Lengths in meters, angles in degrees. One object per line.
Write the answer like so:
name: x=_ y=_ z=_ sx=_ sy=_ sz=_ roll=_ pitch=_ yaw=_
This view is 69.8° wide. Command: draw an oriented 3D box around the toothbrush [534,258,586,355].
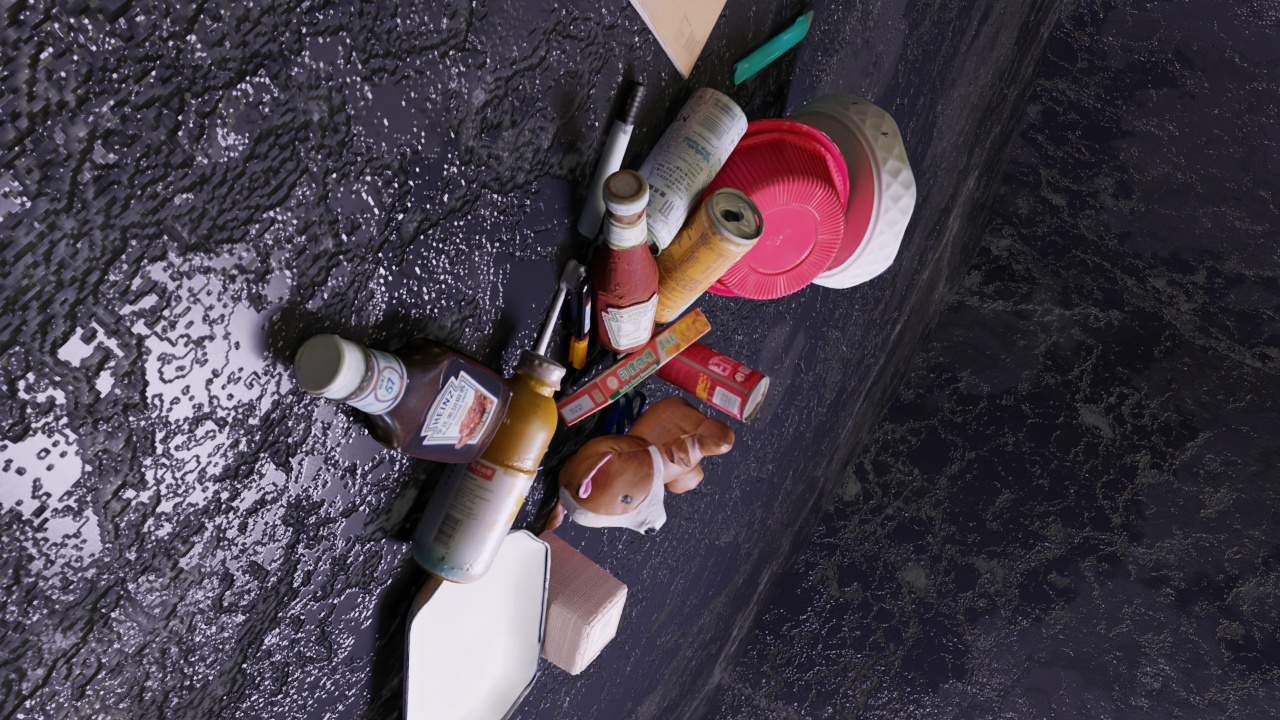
toothbrush: x=-0.084 y=0.000 z=0.776 sx=0.016 sy=0.016 sz=0.180 roll=-2 pitch=118 yaw=-64

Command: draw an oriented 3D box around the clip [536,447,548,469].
clip: x=-0.109 y=0.088 z=0.817 sx=0.058 sy=0.027 sz=0.045 roll=-21 pitch=142 yaw=-54

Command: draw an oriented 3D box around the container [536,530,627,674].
container: x=-0.083 y=0.252 z=0.949 sx=0.090 sy=0.111 sz=0.090 roll=-33 pitch=145 yaw=-51

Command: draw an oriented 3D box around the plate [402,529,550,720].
plate: x=-0.159 y=0.265 z=0.853 sx=0.161 sy=0.034 sz=0.266 roll=-23 pitch=132 yaw=-42

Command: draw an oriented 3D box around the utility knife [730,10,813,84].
utility knife: x=0.130 y=-0.310 z=0.905 sx=0.150 sy=0.013 sz=0.029 roll=-43 pitch=149 yaw=-36

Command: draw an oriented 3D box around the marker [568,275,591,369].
marker: x=-0.051 y=-0.031 z=0.790 sx=0.124 sy=0.015 sz=0.018 roll=101 pitch=11 yaw=-56

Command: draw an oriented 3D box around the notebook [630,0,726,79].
notebook: x=0.061 y=-0.342 z=0.709 sx=0.211 sy=0.012 sz=0.149 roll=-63 pitch=160 yaw=2

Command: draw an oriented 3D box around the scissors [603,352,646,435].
scissors: x=-0.024 y=0.036 z=0.966 sx=0.124 sy=0.012 sz=0.173 roll=-59 pitch=157 yaw=-7

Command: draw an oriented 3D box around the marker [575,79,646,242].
marker: x=-0.023 y=-0.156 z=0.727 sx=0.022 sy=0.018 sz=0.131 roll=-12 pitch=126 yaw=-62

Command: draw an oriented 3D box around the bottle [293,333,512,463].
bottle: x=-0.153 y=0.022 z=0.610 sx=0.080 sy=0.044 sz=0.195 roll=-62 pitch=158 yaw=-3

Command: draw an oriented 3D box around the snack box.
snack box: x=-0.005 y=0.005 z=0.877 sx=0.155 sy=0.027 sz=0.077 roll=-36 pitch=-176 yaw=-40

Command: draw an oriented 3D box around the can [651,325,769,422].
can: x=0.065 y=0.012 z=0.971 sx=0.053 sy=0.133 sz=0.053 roll=-48 pitch=154 yaw=-33

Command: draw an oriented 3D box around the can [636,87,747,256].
can: x=0.032 y=-0.163 z=0.790 sx=0.146 sy=0.058 sz=0.058 roll=-56 pitch=158 yaw=-15

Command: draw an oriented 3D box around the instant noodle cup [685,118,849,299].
instant noodle cup: x=0.122 y=-0.129 z=0.881 sx=0.193 sy=0.065 sz=0.194 roll=-9 pitch=129 yaw=-11

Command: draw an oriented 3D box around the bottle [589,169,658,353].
bottle: x=-0.014 y=-0.078 z=0.754 sx=0.059 sy=0.060 sz=0.206 roll=-52 pitch=164 yaw=-24

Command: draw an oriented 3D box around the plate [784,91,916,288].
plate: x=0.196 y=-0.178 z=0.978 sx=0.045 sy=0.205 sz=0.205 roll=-10 pitch=128 yaw=-35

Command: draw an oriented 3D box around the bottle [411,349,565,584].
bottle: x=-0.116 y=0.083 z=0.730 sx=0.189 sy=0.068 sz=0.068 roll=-64 pitch=159 yaw=3

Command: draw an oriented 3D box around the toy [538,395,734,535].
toy: x=-0.004 y=0.119 z=0.953 sx=0.199 sy=0.130 sz=0.140 roll=-16 pitch=152 yaw=-36

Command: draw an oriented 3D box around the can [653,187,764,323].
can: x=0.047 y=-0.091 z=0.827 sx=0.058 sy=0.058 sz=0.146 roll=-42 pitch=180 yaw=-42
